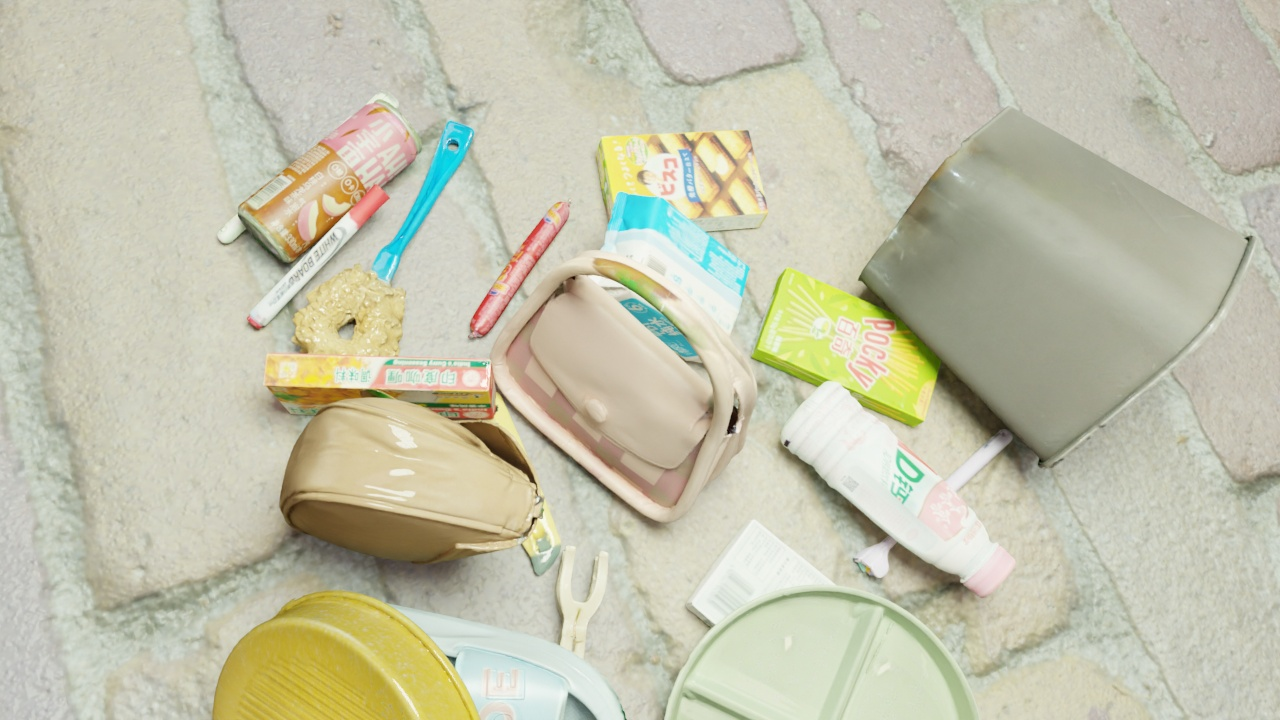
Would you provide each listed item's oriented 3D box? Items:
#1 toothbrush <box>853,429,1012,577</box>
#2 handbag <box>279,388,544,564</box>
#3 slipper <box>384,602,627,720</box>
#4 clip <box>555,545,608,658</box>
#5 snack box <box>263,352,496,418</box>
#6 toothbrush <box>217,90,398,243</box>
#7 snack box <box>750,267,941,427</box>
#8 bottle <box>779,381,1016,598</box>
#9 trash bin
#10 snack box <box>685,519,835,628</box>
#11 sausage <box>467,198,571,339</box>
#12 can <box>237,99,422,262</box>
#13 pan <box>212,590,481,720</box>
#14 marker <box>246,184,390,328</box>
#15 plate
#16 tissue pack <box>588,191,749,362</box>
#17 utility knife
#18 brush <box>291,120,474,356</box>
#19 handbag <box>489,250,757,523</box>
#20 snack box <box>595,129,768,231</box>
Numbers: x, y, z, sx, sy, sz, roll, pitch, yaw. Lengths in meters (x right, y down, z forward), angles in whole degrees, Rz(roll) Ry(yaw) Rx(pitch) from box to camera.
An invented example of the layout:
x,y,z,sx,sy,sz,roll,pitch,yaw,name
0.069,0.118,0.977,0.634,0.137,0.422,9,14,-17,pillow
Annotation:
x,y,z,sx,sy,sz,roll,pitch,yaw,name
0.250,0.115,0.765,0.188,0.021,0.029,-36,48,-21,toothbrush
-0.155,0.079,0.604,0.147,0.205,0.099,20,69,-21,handbag
-0.123,0.227,0.603,0.245,0.104,0.074,18,27,1,slipper
-0.046,0.183,0.661,0.034,0.077,0.103,13,58,-7,clip
-0.187,0.019,0.676,0.155,0.077,0.027,1,71,-5,snack box
-0.275,-0.161,0.762,0.029,0.020,0.189,28,66,33,toothbrush
0.181,-0.012,0.792,0.156,0.026,0.085,24,69,-2,snack box
0.201,0.103,0.719,0.068,0.068,0.197,-41,74,-21,bottle
0.323,-0.069,0.747,0.220,0.199,0.198,41,47,13,trash bin
0.120,0.203,0.703,0.157,0.027,0.084,39,69,3,snack box
-0.100,-0.079,0.766,0.020,0.020,0.155,31,68,1,sausage
-0.248,-0.145,0.737,0.058,0.058,0.147,42,71,5,can
-0.104,0.268,0.543,0.358,0.078,0.198,24,108,22,pan
-0.253,-0.082,0.721,0.017,0.017,0.145,41,82,5,marker
0.129,0.276,0.656,0.230,0.027,0.230,0,81,-1,plate
0.023,-0.064,0.740,0.140,0.063,0.089,32,64,-31,tissue pack
-0.102,0.080,0.715,0.031,0.019,0.176,-20,71,-20,utility knife
-0.197,-0.096,0.747,0.083,0.046,0.254,21,64,1,brush
-0.004,0.004,0.637,0.193,0.235,0.093,40,64,6,handbag
0.036,-0.157,0.813,0.140,0.034,0.086,-6,72,-11,snack box
